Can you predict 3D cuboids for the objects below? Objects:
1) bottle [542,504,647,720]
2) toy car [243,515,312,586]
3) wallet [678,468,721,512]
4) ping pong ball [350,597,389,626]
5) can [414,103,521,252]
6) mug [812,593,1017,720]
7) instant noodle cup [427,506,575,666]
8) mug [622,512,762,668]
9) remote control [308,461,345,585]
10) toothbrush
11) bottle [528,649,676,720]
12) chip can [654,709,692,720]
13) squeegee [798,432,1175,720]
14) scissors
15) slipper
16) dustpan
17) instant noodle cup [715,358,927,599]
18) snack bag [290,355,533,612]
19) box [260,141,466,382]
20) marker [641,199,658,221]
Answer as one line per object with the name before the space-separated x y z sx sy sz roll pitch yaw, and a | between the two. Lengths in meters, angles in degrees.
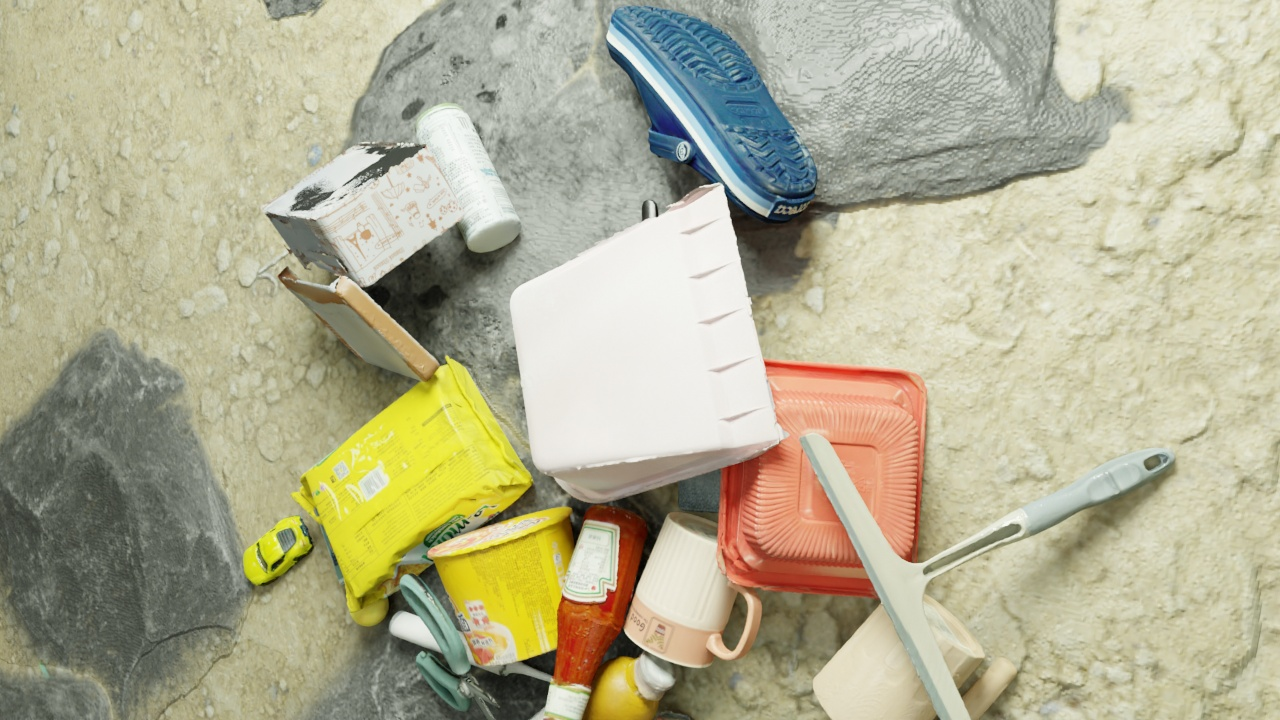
bottle | -0.045 0.226 0.771 0.060 0.060 0.205 5 66 26
toy car | -0.413 0.216 1.029 0.105 0.032 0.048 -38 73 21
wallet | 0.078 0.075 0.809 0.097 0.019 0.121 0 89 28
ping pong ball | -0.284 0.257 0.960 0.040 0.040 0.040 -1 87 26
can | -0.173 -0.182 0.917 0.058 0.058 0.146 -33 74 21
mug | 0.212 0.245 0.701 0.124 0.084 0.104 32 103 -12
instant noodle cup | -0.113 0.206 0.836 0.138 0.137 0.110 -16 89 24
mug | 0.052 0.198 0.774 0.115 0.081 0.106 24 96 41
remote control | -0.323 0.171 0.995 0.056 0.019 0.135 -29 76 22
toothbrush | -0.155 0.290 0.905 0.221 0.026 0.027 10 104 26
bottle | -0.041 0.315 0.809 0.190 0.067 0.068 -46 70 29
chip can | -0.002 0.418 0.802 0.071 0.071 0.215 30 100 24
squeegee | 0.274 0.119 0.663 0.246 0.039 0.246 -24 78 -8
scissors | -0.186 0.281 0.862 0.170 0.019 0.179 56 146 4
slipper | 0.057 -0.206 0.792 0.252 0.104 0.095 56 136 23
dustpan | -0.005 0.005 0.793 0.274 0.138 0.222 -14 72 20
instant noodle cup | 0.145 0.094 0.713 0.164 0.079 0.189 3 89 -1
snack bag | -0.236 0.122 0.919 0.247 0.068 0.158 -38 72 14
box | -0.252 -0.092 0.905 0.156 0.193 0.183 -43 34 -22
marker | 0.011 -0.088 0.849 0.018 0.015 0.123 -6 83 24
